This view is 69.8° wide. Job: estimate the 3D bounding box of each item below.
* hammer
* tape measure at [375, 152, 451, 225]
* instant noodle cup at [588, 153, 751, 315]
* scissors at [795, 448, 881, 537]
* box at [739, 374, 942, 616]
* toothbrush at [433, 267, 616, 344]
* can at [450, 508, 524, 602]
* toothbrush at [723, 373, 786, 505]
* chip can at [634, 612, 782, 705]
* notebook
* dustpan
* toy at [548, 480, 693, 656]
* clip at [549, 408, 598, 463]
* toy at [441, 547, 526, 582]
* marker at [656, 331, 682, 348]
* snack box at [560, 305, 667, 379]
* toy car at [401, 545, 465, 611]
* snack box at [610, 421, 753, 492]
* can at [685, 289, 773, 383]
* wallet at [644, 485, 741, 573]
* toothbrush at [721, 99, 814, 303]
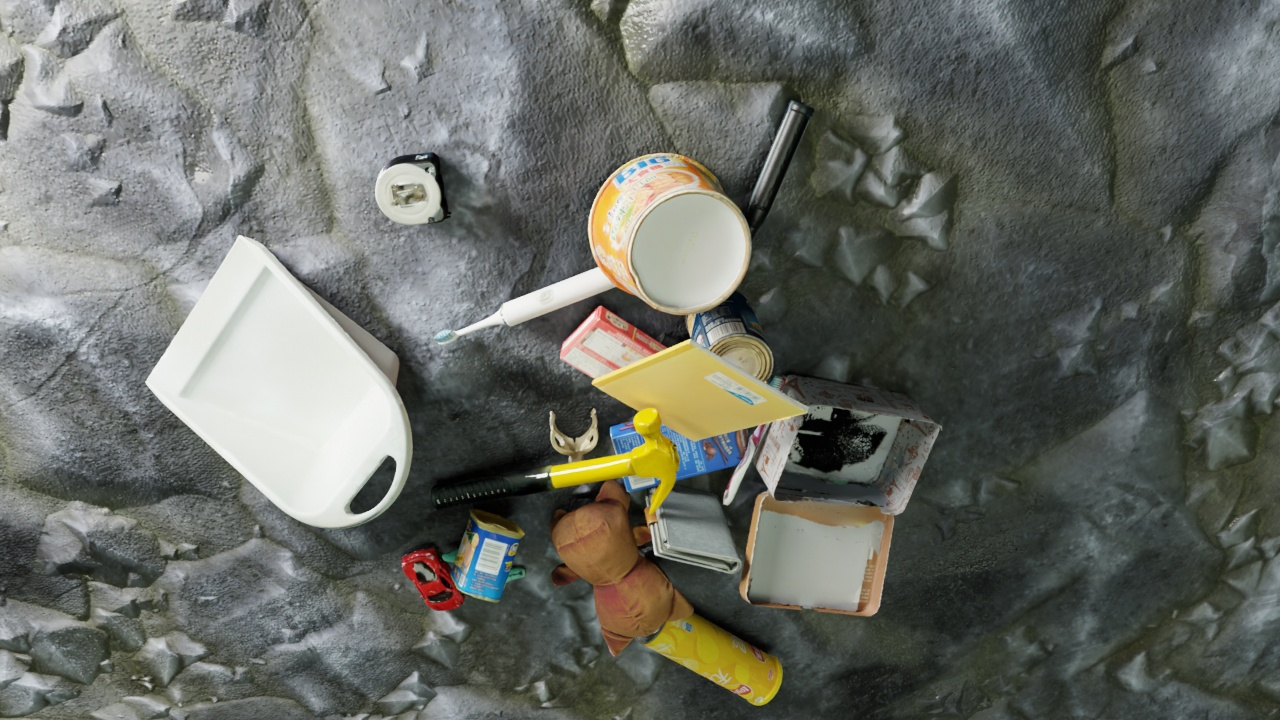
[{"bbox_3d":[-0.100,0.134,1.046,0.301,0.032,0.129,-11,121,16],"label":"hammer"},{"bbox_3d":[-0.223,-0.165,0.892,0.066,0.033,0.066,-8,120,-2],"label":"tape measure"},{"bbox_3d":[0.033,-0.117,0.887,0.151,0.111,0.151,-5,112,-12],"label":"instant noodle cup"},{"bbox_3d":[0.248,0.149,1.139,0.129,0.019,0.185,-17,122,4],"label":"scissors"},{"bbox_3d":[0.220,0.164,1.070,0.178,0.102,0.261,9,111,-16],"label":"box"},{"bbox_3d":[-0.116,-0.058,0.972,0.221,0.026,0.026,-20,156,6],"label":"toothbrush"},{"bbox_3d":[-0.181,0.227,1.075,0.057,0.102,0.083,19,86,-18],"label":"can"},{"bbox_3d":[0.128,0.095,1.064,0.017,0.016,0.188,15,118,-9],"label":"toothbrush"},{"bbox_3d":[0.093,0.390,1.237,0.213,0.072,0.072,35,111,-22],"label":"chip can"},{"bbox_3d":[0.054,0.037,0.946,0.146,0.010,0.207,30,156,-20],"label":"notebook"},{"bbox_3d":[-0.359,0.048,0.944,0.257,0.142,0.223,33,112,-24],"label":"dustpan"},{"bbox_3d":[-0.029,0.255,1.119,0.140,0.130,0.199,-31,98,14],"label":"toy"},{"bbox_3d":[-0.066,0.096,1.065,0.096,0.035,0.101,-26,124,11],"label":"clip"},{"bbox_3d":[-0.194,0.263,1.154,0.096,0.030,0.092,-11,126,-8],"label":"toy"},{"bbox_3d":[0.075,0.006,1.034,0.132,0.020,0.022,28,103,-20],"label":"marker"},{"bbox_3d":[-0.006,0.006,1.011,0.153,0.025,0.075,31,128,-22],"label":"snack box"},{"bbox_3d":[-0.259,0.279,1.156,0.049,0.031,0.106,-18,123,6],"label":"toy car"},{"bbox_3d":[0.049,0.099,1.082,0.157,0.026,0.085,-14,122,2],"label":"snack box"},{"bbox_3d":[0.092,-0.020,0.967,0.075,0.111,0.075,-3,121,-5],"label":"can"},{"bbox_3d":[0.056,0.196,1.081,0.106,0.129,0.037,15,114,-14],"label":"wallet"},{"bbox_3d":[0.120,-0.155,0.922,0.026,0.027,0.213,20,109,-6],"label":"toothbrush"}]
